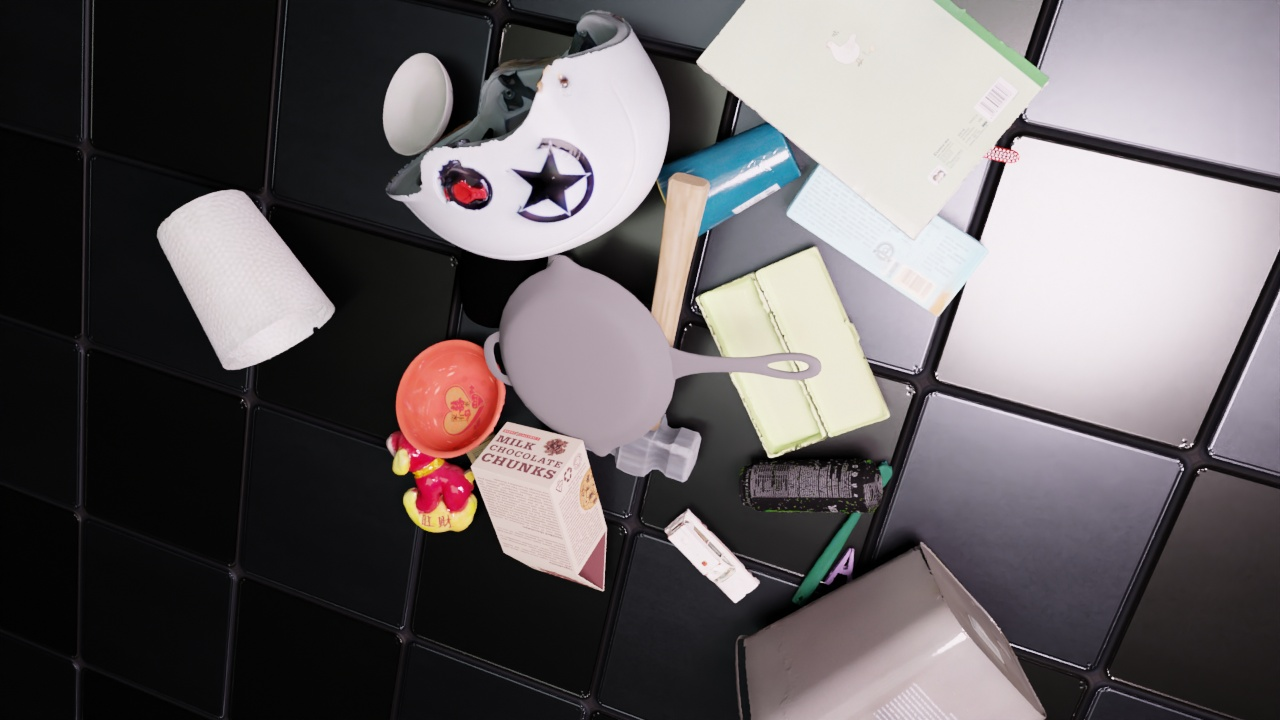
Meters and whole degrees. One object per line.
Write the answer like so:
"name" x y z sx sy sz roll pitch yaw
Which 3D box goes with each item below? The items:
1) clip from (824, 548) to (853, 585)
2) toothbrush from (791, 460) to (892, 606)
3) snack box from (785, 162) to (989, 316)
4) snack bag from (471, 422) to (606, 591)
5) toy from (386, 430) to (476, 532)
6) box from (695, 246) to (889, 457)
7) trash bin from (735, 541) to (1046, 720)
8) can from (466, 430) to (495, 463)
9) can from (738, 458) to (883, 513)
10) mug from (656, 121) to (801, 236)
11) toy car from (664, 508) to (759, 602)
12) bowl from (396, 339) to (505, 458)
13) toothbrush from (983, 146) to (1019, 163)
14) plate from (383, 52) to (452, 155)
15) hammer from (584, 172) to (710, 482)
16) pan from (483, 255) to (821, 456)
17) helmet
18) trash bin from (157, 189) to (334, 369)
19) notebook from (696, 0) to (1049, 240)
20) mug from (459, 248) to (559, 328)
"clip" 0.211 0.222 0.969 0.046 0.014 0.050 -10 105 21
"toothbrush" 0.210 0.182 0.957 0.016 0.017 0.190 30 112 6
"snack box" 0.226 -0.121 0.847 0.174 0.053 0.075 34 110 4
"snack bag" -0.099 0.173 0.993 0.094 0.069 0.207 11 134 26
"toy" -0.235 0.138 1.051 0.106 0.067 0.137 -15 108 19
"box" 0.152 -0.006 0.915 0.137 0.024 0.187 -23 97 27
"trash bin" 0.240 0.318 0.893 0.220 0.197 0.197 -40 103 15
"can" -0.167 0.119 1.036 0.038 0.038 0.079 -25 97 21
"can" 0.171 0.126 0.923 0.138 0.053 0.054 -4 104 27
"mug" 0.085 -0.173 0.865 0.121 0.078 0.078 -24 97 16
"toy car" 0.076 0.215 0.991 0.113 0.039 0.039 47 112 0
"bowl" -0.200 0.045 1.007 0.131 0.045 0.130 -5 75 17
"toothbrush" 0.237 -0.207 0.838 0.212 0.017 0.012 16 109 12
"plate" -0.222 -0.260 0.941 0.104 0.026 0.104 -3 85 39
"hammer" 0.020 -0.025 0.893 0.117 0.051 0.324 18 124 12
"pan" -0.005 0.006 0.878 0.355 0.024 0.217 1 115 26
"helmet" -0.090 -0.181 0.841 0.264 0.236 0.164 -28 115 18
"trash bin" -0.441 -0.092 1.014 0.133 0.133 0.161 -33 89 22
"notebook" 0.202 -0.255 0.808 0.252 0.010 0.182 40 95 4
"mug" -0.131 -0.085 0.955 0.118 0.084 0.100 10 124 -18
